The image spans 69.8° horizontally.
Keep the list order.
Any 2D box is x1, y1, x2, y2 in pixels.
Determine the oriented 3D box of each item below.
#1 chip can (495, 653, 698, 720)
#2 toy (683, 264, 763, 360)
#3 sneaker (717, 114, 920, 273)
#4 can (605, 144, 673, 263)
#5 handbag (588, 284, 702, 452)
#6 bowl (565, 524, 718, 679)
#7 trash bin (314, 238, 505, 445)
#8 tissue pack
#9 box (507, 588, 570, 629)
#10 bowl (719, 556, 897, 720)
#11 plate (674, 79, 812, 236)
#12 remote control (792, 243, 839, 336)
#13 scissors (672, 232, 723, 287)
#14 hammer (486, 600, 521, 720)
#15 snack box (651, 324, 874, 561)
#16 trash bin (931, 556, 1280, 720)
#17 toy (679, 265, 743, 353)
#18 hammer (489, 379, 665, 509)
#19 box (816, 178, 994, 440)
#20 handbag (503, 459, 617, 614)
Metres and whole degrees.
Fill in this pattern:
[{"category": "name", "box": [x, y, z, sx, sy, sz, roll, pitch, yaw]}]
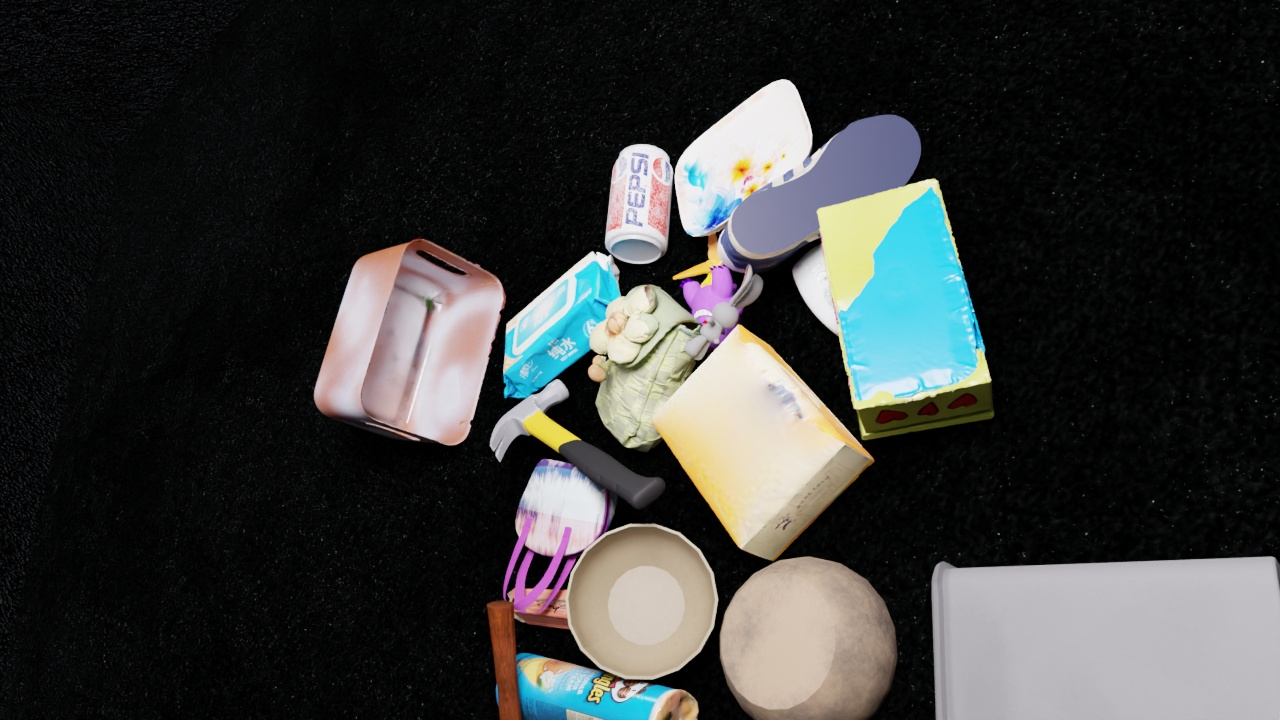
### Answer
[{"category": "chip can", "box": [-0.048, 0.354, 0.935, 0.230, 0.079, 0.079, -4, 68, 42]}, {"category": "toy", "box": [0.088, -0.047, 0.957, 0.030, 0.049, 0.112, 42, 95, 28]}, {"category": "sneaker", "box": [0.184, -0.165, 0.988, 0.232, 0.118, 0.091, -35, 86, -12]}, {"category": "can", "box": [0.000, -0.197, 1.160, 0.078, 0.078, 0.136, -14, 61, 38]}, {"category": "handbag", "box": [-0.006, 0.006, 1.025, 0.113, 0.116, 0.187, 46, 119, 53]}, {"category": "bowl", "box": [0.004, 0.246, 0.933, 0.152, 0.050, 0.152, -3, 68, 7]}, {"category": "trash bin", "box": [-0.330, -0.023, 1.305, 0.158, 0.181, 0.259, -2, 70, 44]}, {"category": "tissue pack", "box": [-0.105, -0.042, 1.179, 0.210, 0.066, 0.116, -38, 33, 26]}, {"category": "box", "box": [-0.080, 0.282, 1.025, 0.187, 0.060, 0.058, -9, 96, 40]}, {"category": "bowl", "box": [0.139, 0.253, 0.818, 0.163, 0.070, 0.162, -20, 58, 35]}, {"category": "plate", "box": [0.122, -0.238, 1.094, 0.187, 0.016, 0.186, -34, 40, 26]}, {"category": "remote control", "box": [0.201, -0.072, 0.950, 0.060, 0.028, 0.114, -41, 48, 18]}, {"category": "scissors", "box": [0.091, -0.112, 1.083, 0.130, 0.011, 0.125, -21, 58, 32]}, {"category": "hammer", "box": [-0.132, 0.399, 0.945, 0.111, 0.028, 0.300, -6, 89, 41]}, {"category": "snack box", "box": [0.112, 0.076, 0.921, 0.145, 0.080, 0.195, -48, 46, 13]}, {"category": "trash bin", "box": [0.328, 0.238, 0.636, 0.220, 0.097, 0.191, -12, 62, 37]}, {"category": "toy", "box": [0.087, -0.052, 1.024, 0.106, 0.055, 0.088, -23, 65, 54]}, {"category": "hammer", "box": [-0.074, 0.100, 1.032, 0.127, 0.029, 0.324, -34, 27, -19]}, {"category": "box", "box": [0.241, -0.046, 0.847, 0.124, 0.082, 0.220, -15, 62, 16]}, {"category": "handbag", "box": [-0.103, 0.204, 1.042, 0.145, 0.068, 0.169, 4, 62, 43]}]
